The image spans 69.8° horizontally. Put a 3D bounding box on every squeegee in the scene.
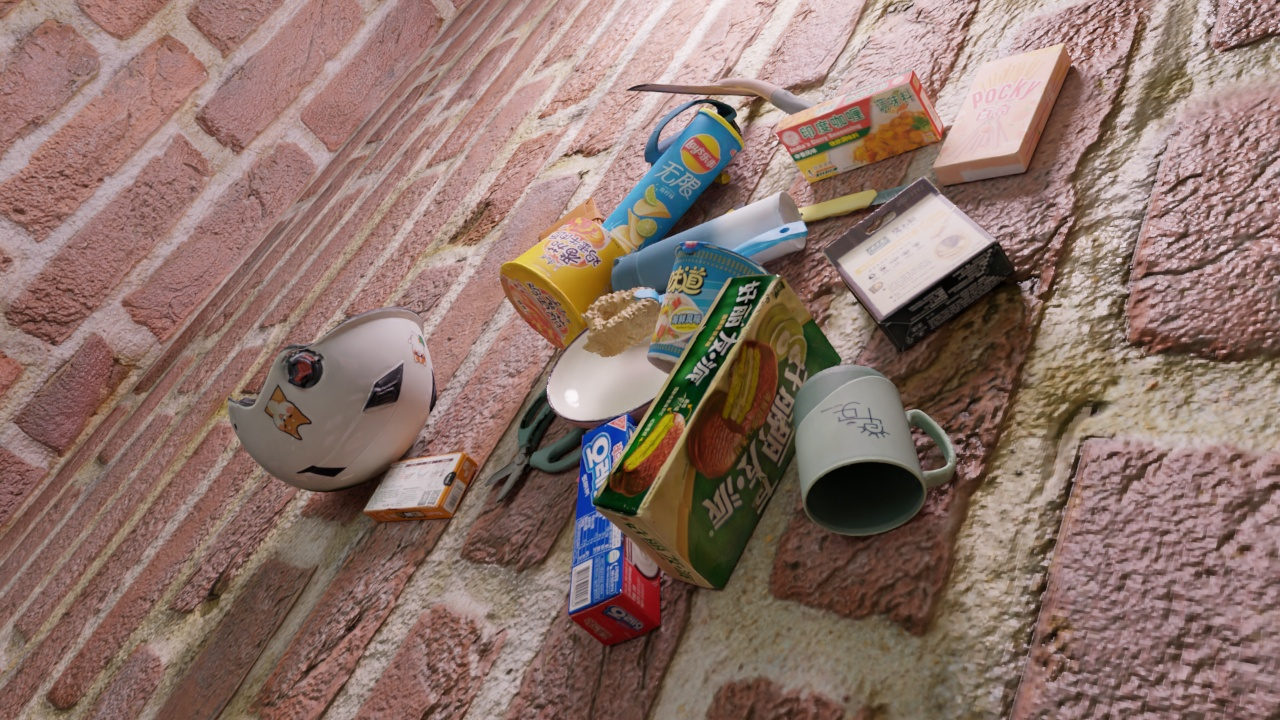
[{"bbox_3d":[0.157,-0.311,1.100,0.247,0.040,0.250,-13,33,-44],"label":"squeegee"}]

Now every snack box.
[{"bbox_3d":[-0.020,0.139,0.800,0.057,0.058,0.207,-29,34,22],"label":"snack box"},{"bbox_3d":[0.229,-0.243,0.966,0.156,0.077,0.027,-12,43,40],"label":"snack box"},{"bbox_3d":[0.069,0.053,0.750,0.063,0.114,0.239,4,53,49],"label":"snack box"},{"bbox_3d":[-0.262,0.151,1.088,0.154,0.026,0.075,-12,43,41],"label":"snack box"},{"bbox_3d":[0.235,-0.085,0.790,0.113,0.053,0.125,-36,31,11],"label":"snack box"},{"bbox_3d":[0.345,-0.234,0.874,0.085,0.026,0.157,-1,51,48],"label":"snack box"}]

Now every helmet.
[{"bbox_3d":[-0.365,0.070,1.156,0.274,0.230,0.157,-34,75,11],"label":"helmet"}]

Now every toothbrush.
[{"bbox_3d":[0.070,-0.262,1.224,0.015,0.016,0.190,-43,31,-2],"label":"toothbrush"}]

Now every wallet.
[{"bbox_3d":[-0.095,-0.169,1.287,0.108,0.031,0.131,-36,33,14],"label":"wallet"}]

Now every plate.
[{"bbox_3d":[-0.006,0.006,0.947,0.193,0.039,0.192,-22,33,15],"label":"plate"}]

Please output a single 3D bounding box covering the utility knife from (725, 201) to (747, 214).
[{"bbox_3d":[0.062,-0.123,1.068,0.171,0.015,0.033,-41,25,6],"label":"utility knife"}]

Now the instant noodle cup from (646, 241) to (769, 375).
[{"bbox_3d":[0.056,-0.038,0.836,0.099,0.099,0.109,8,72,52],"label":"instant noodle cup"}]

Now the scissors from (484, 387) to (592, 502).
[{"bbox_3d":[-0.092,0.084,0.988,0.181,0.019,0.169,-3,47,45],"label":"scissors"}]

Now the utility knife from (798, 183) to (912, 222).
[{"bbox_3d":[0.204,-0.159,0.948,0.213,0.022,0.030,-13,43,50],"label":"utility knife"}]

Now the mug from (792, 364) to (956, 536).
[{"bbox_3d":[0.170,0.061,0.671,0.112,0.082,0.106,-2,40,5],"label":"mug"}]

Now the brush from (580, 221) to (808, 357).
[{"bbox_3d":[0.050,-0.077,0.924,0.255,0.046,0.083,-27,30,14],"label":"brush"}]

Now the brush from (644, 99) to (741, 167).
[{"bbox_3d":[0.064,-0.296,1.191,0.143,0.073,0.055,-32,27,-17],"label":"brush"}]

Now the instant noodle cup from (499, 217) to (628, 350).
[{"bbox_3d":[-0.081,-0.095,1.089,0.109,0.138,0.138,-48,31,-24],"label":"instant noodle cup"}]

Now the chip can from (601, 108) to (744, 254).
[{"bbox_3d":[0.033,-0.209,1.132,0.210,0.071,0.071,-49,31,0],"label":"chip can"}]

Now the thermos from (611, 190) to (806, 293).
[{"bbox_3d":[0.068,-0.113,0.994,0.221,0.070,0.070,-19,38,30],"label":"thermos"}]
